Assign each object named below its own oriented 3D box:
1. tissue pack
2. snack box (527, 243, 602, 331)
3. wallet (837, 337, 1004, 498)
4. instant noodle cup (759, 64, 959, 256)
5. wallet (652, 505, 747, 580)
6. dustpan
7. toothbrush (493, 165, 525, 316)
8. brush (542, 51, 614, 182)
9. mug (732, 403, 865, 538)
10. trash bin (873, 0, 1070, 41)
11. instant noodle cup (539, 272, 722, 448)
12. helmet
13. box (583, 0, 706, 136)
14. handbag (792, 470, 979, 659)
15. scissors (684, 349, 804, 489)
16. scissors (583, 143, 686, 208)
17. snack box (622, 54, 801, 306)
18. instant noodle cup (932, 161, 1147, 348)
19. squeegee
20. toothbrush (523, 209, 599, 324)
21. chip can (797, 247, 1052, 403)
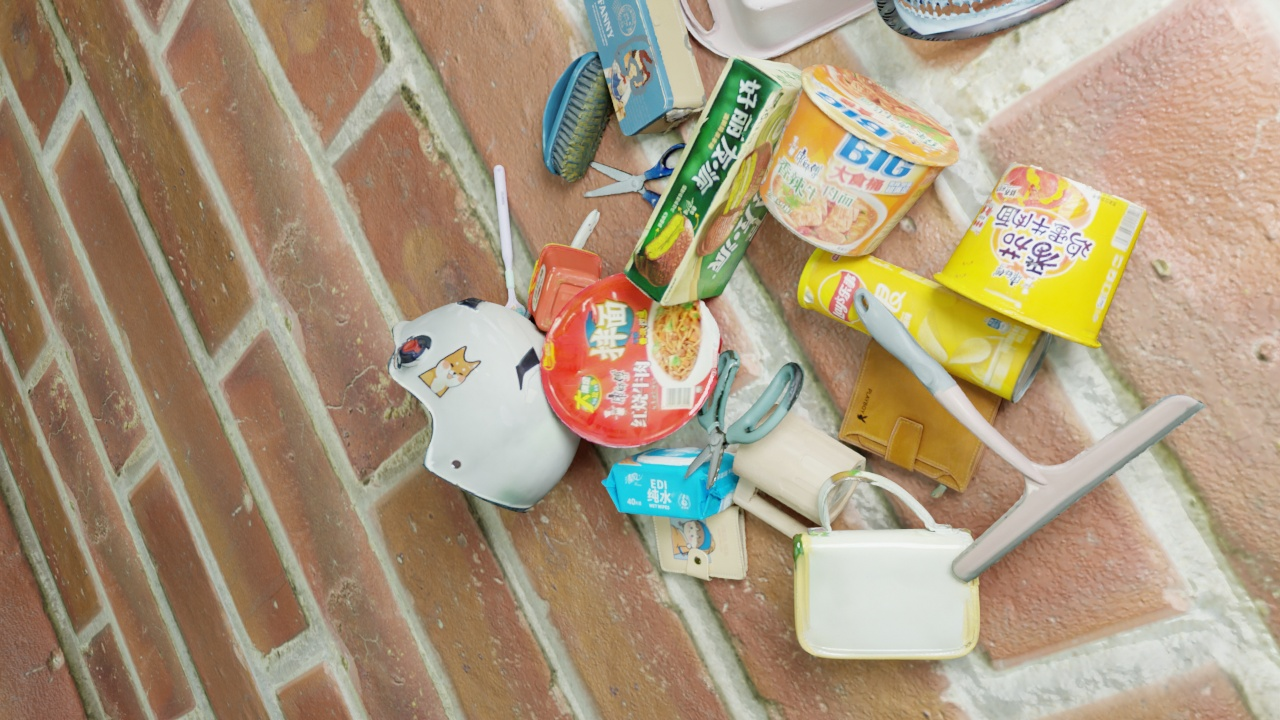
[{"bbox_3d":[0.039,0.129,0.992,0.140,0.089,0.063,0,98,36],"label":"tissue pack"},{"bbox_3d":[-0.083,-0.076,1.040,0.080,0.082,0.091,-109,34,-63],"label":"snack box"},{"bbox_3d":[0.258,0.055,0.856,0.131,0.035,0.119,24,106,31],"label":"wallet"},{"bbox_3d":[0.182,-0.170,0.802,0.151,0.151,0.112,45,130,21],"label":"instant noodle cup"},{"bbox_3d":[0.067,0.203,1.030,0.115,0.024,0.087,-2,92,35],"label":"wallet"},{"bbox_3d":[0.152,-0.413,0.857,0.274,0.138,0.222,-16,88,9],"label":"dustpan"},{"bbox_3d":[-0.166,-0.146,1.136,0.021,0.029,0.189,-166,70,-73],"label":"toothbrush"},{"bbox_3d":[-0.073,-0.274,1.019,0.073,0.055,0.144,38,119,28],"label":"brush"},{"bbox_3d":[0.152,0.120,0.916,0.103,0.084,0.125,31,124,26],"label":"mug"},{"bbox_3d":[0.257,-0.386,0.675,0.227,0.226,0.195,-25,71,37],"label":"trash bin"},{"bbox_3d":[-0.006,0.006,0.981,0.194,0.066,0.193,-5,70,13],"label":"instant noodle cup"},{"bbox_3d":[-0.157,0.031,1.054,0.157,0.230,0.273,-33,57,12],"label":"helmet"},{"bbox_3d":[0.001,-0.328,0.941,0.090,0.059,0.184,-21,87,54],"label":"box"},{"bbox_3d":[0.223,0.183,0.848,0.163,0.063,0.179,-2,105,9],"label":"handbag"},{"bbox_3d":[0.102,0.043,0.900,0.019,0.169,0.180,32,140,-23],"label":"scissors"},{"bbox_3d":[0.006,-0.198,1.003,0.165,0.012,0.157,51,125,19],"label":"scissors"},{"bbox_3d":[0.082,-0.169,0.888,0.063,0.114,0.241,40,119,22],"label":"snack box"},{"bbox_3d":[0.319,-0.087,0.725,0.138,0.137,0.110,30,107,29],"label":"instant noodle cup"},{"bbox_3d":[0.260,0.030,0.758,0.249,0.040,0.248,48,127,17],"label":"squeegee"},{"bbox_3d":[-0.097,-0.107,1.096,0.017,0.016,0.188,53,125,28],"label":"toothbrush"},{"bbox_3d":[0.248,-0.040,0.819,0.213,0.071,0.072,28,114,28],"label":"chip can"}]
